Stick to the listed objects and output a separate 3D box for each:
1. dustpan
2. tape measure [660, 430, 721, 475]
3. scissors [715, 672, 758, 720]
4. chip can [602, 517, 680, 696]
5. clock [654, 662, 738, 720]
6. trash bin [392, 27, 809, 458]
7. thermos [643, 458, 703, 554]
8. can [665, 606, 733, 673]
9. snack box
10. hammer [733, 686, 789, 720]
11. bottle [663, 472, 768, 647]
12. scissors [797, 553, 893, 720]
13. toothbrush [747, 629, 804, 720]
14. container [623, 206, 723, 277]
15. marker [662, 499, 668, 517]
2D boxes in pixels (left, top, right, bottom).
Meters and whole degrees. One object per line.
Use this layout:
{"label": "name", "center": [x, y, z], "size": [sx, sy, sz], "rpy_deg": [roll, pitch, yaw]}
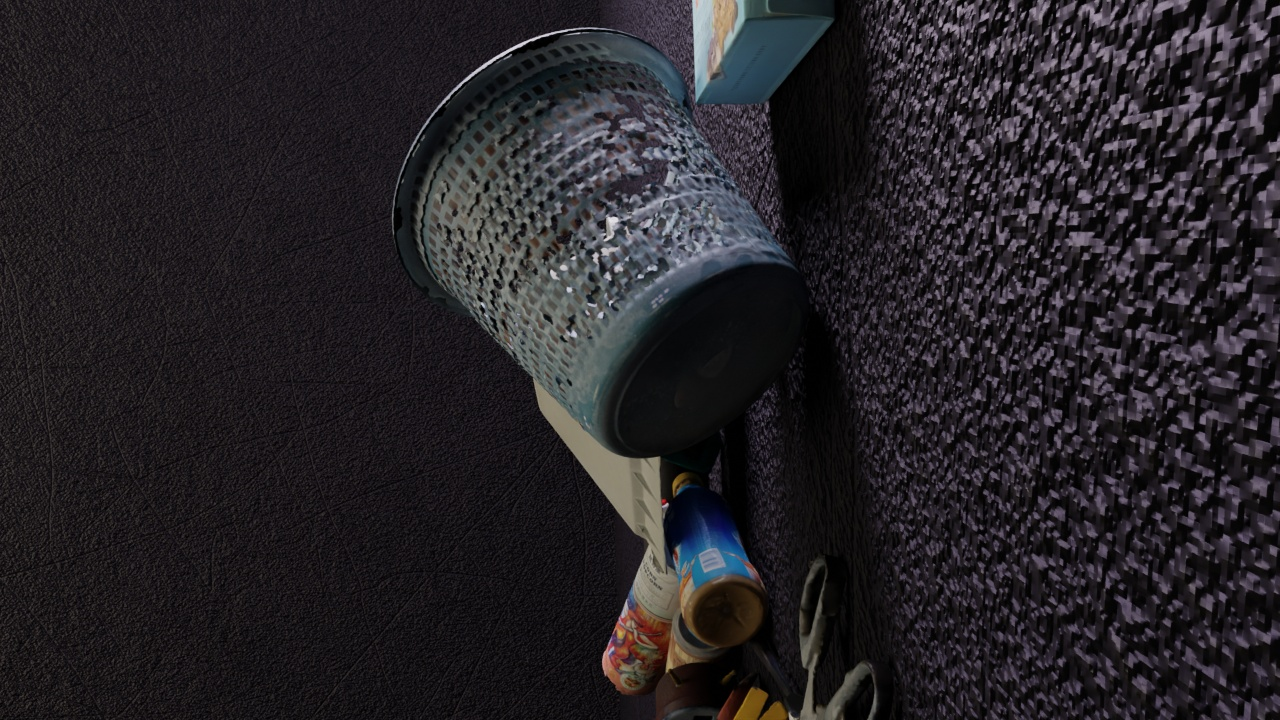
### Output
{"label": "dustpan", "center": [-0.005, 0.005, 0.792], "size": [0.258, 0.142, 0.223], "rpy_deg": [44, 154, 33]}
{"label": "tape measure", "center": [0.048, 0.077, 0.862], "size": [0.025, 0.058, 0.054], "rpy_deg": [-103, 34, -78]}
{"label": "scissors", "center": [0.032, 0.313, 0.667], "size": [0.226, 0.015, 0.189], "rpy_deg": [-45, -25, -38]}
{"label": "chip can", "center": [0.019, 0.246, 0.905], "size": [0.071, 0.071, 0.215], "rpy_deg": [-97, 19, -48]}
{"label": "clock", "center": [0.050, 0.316, 0.796], "size": [0.055, 0.082, 0.122], "rpy_deg": [-92, 3, -59]}
{"label": "trash bin", "center": [-0.011, -0.055, 0.571], "size": [0.195, 0.226, 0.227], "rpy_deg": [52, 155, 31]}
{"label": "thermos", "center": [0.026, 0.199, 0.997], "size": [0.068, 0.090, 0.243], "rpy_deg": [-16, -70, -51]}
{"label": "can", "center": [0.055, 0.271, 0.850], "size": [0.116, 0.058, 0.058], "rpy_deg": [94, 173, -47]}
{"label": "snack box", "center": [0.067, -0.211, 0.547], "size": [0.175, 0.051, 0.074], "rpy_deg": [-170, 77, -85]}
{"label": "hammer", "center": [0.063, 0.326, 0.687], "size": [0.128, 0.033, 0.301], "rpy_deg": [-52, -22, -22]}
{"label": "bottle", "center": [0.054, 0.153, 0.772], "size": [0.218, 0.065, 0.065], "rpy_deg": [-108, 16, -72]}
{"label": "scissors", "center": [0.089, 0.187, 0.489], "size": [0.181, 0.014, 0.159], "rpy_deg": [122, 157, -61]}
{"label": "toothbrush", "center": [0.092, 0.216, 0.654], "size": [0.181, 0.015, 0.018], "rpy_deg": [-138, 38, -82]}
{"label": "container", "center": [0.033, -0.068, 0.808], "size": [0.090, 0.090, 0.114], "rpy_deg": [-103, 9, -68]}
{"label": "marker", "center": [0.044, 0.212, 0.946], "size": [0.017, 0.017, 0.145], "rpy_deg": [-132, 23, -83]}
